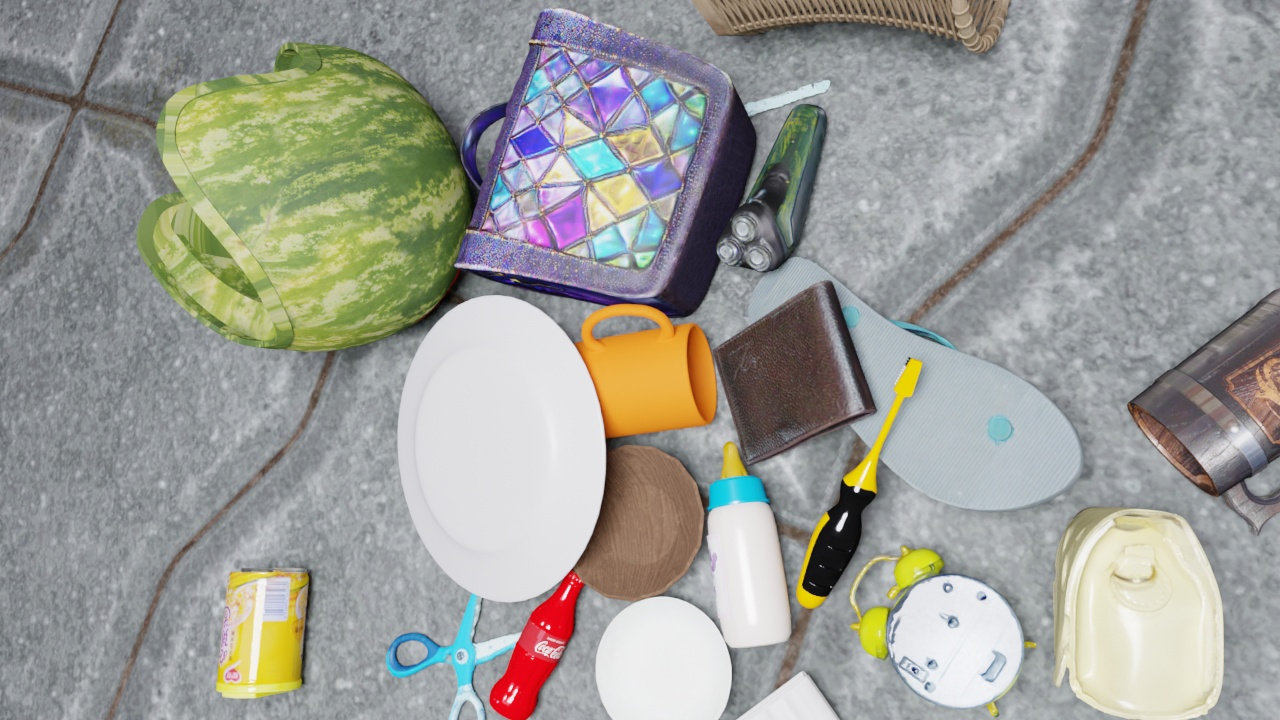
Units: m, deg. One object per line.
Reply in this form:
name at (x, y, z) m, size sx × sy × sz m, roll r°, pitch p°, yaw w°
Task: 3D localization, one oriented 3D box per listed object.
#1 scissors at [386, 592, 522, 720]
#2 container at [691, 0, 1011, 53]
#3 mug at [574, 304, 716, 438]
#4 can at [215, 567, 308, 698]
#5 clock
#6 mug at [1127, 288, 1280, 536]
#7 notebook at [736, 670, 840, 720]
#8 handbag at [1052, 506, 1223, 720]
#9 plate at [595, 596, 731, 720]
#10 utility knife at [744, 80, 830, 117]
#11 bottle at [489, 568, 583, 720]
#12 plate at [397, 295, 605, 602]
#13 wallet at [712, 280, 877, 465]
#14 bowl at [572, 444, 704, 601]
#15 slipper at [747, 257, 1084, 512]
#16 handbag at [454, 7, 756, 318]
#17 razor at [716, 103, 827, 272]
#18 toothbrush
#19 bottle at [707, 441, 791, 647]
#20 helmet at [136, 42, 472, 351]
scissors at (-0.155, 0.245, 0.749) m, size 0.138 × 0.011 × 0.134 m, roll 9°, pitch 84°, yaw 24°
container at (0.151, -0.335, 0.652) m, size 0.196 × 0.226 × 0.226 m, roll 8°, pitch 81°, yaw 30°
mug at (-0.004, 0.004, 0.691) m, size 0.096 × 0.113 × 0.077 m, roll -9°, pitch 40°, yaw 19°
can at (-0.323, 0.231, 0.787) m, size 0.068 × 0.067 × 0.105 m, roll -4°, pitch 76°, yaw 20°
clock at (0.194, 0.174, 0.601) m, size 0.119 × 0.057 × 0.083 m, roll 32°, pitch 92°, yaw 24°
mug at (0.379, 0.035, 0.557) m, size 0.107 × 0.080 × 0.116 m, roll -40°, pitch 93°, yaw 10°
notebook at (0.074, 0.335, 0.630) m, size 0.210 × 0.009 × 0.142 m, roll -41°, pitch 66°, yaw 11°
handbag at (0.285, 0.142, 0.540) m, size 0.081 × 0.119 × 0.111 m, roll -1°, pitch 81°, yaw 22°
plate at (0.019, 0.227, 0.675) m, size 0.104 × 0.026 × 0.104 m, roll -5°, pitch 77°, yaw 20°
utility knife at (0.068, -0.204, 0.762) m, size 0.181 × 0.015 × 0.022 m, roll -16°, pitch 80°, yaw 15°
bottle at (-0.076, 0.217, 0.709) m, size 0.036 × 0.036 × 0.119 m, roll 26°, pitch 88°, yaw 24°
plate at (-0.123, 0.069, 0.724) m, size 0.243 × 0.016 × 0.242 m, roll 0°, pitch 90°, yaw 39°
wallet at (0.106, 0.012, 0.663) m, size 0.120 × 0.031 × 0.099 m, roll -32°, pitch 65°, yaw 45°
bowl at (-0.002, 0.125, 0.703) m, size 0.118 × 0.030 × 0.117 m, roll -7°, pitch 73°, yaw 21°
slipper at (0.182, 0.020, 0.652) m, size 0.269 × 0.054 × 0.098 m, roll 38°, pitch 98°, yaw 36°
handbag at (-0.040, -0.145, 0.717) m, size 0.222 × 0.125 × 0.205 m, roll 19°, pitch 91°, yaw 17°
razor at (0.106, -0.136, 0.704) m, size 0.054 × 0.067 × 0.151 m, roll 17°, pitch 76°, yaw 26°
toothbrush at (0.148, 0.087, 0.621) m, size 0.031 × 0.030 × 0.197 m, roll 17°, pitch 110°, yaw -5°
bottle at (0.074, 0.130, 0.662) m, size 0.051 × 0.051 × 0.146 m, roll -12°, pitch 74°, yaw 18°
helmet at (-0.256, -0.131, 0.755) m, size 0.243 × 0.214 × 0.246 m, roll 45°, pitch 53°, yaw -7°
